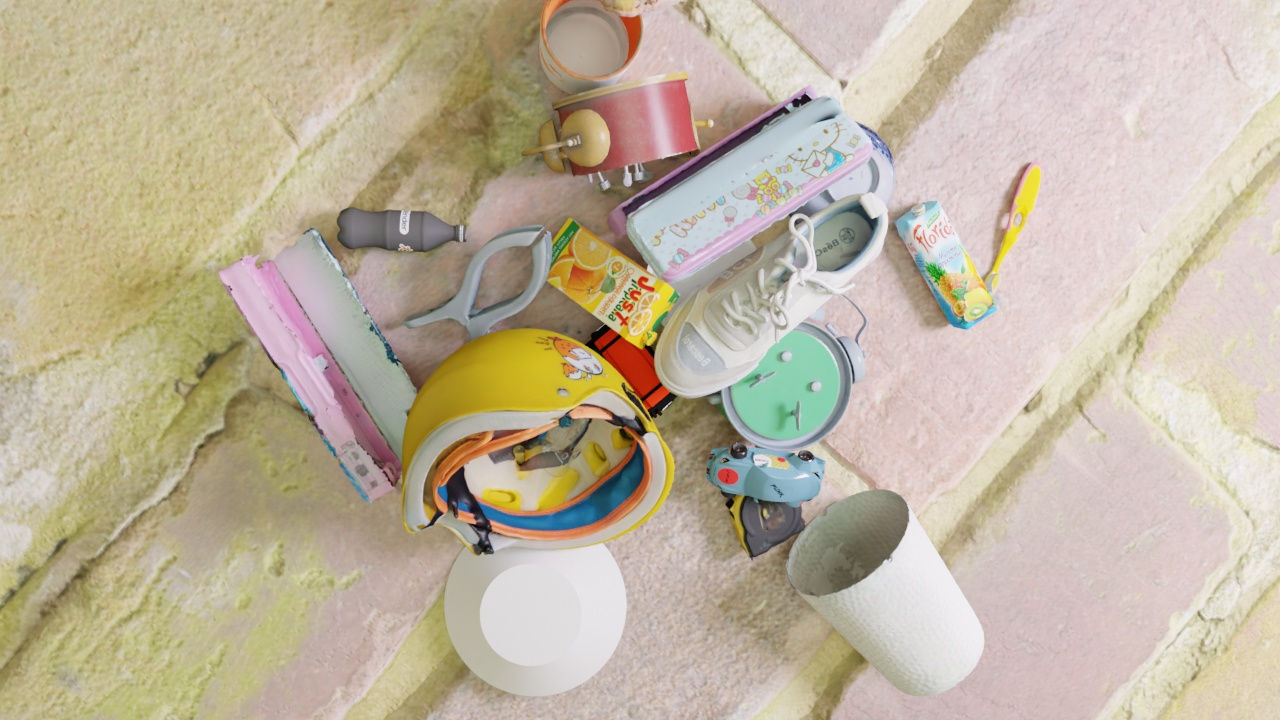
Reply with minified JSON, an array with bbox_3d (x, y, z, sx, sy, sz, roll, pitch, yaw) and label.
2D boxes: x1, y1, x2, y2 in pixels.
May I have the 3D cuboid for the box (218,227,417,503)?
[{"bbox_3d":[-0.255,0.000,0.796,0.090,0.084,0.230,-30,101,-1],"label":"box"}]

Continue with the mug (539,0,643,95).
[{"bbox_3d":[-0.045,-0.270,0.774,0.082,0.105,0.082,-1,98,-8],"label":"mug"}]

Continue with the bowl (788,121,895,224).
[{"bbox_3d":[0.189,-0.169,0.850,0.114,0.045,0.114,-1,98,-7],"label":"bowl"}]

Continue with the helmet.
[{"bbox_3d":[-0.092,0.061,0.795,0.209,0.139,0.239,-39,140,21],"label":"helmet"}]

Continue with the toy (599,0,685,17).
[{"bbox_3d":[-0.056,-0.333,0.712,0.196,0.263,0.065,-10,140,-1],"label":"toy"}]

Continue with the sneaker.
[{"bbox_3d":[0.110,-0.062,0.779,0.242,0.091,0.089,-38,80,-4],"label":"sneaker"}]

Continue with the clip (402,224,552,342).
[{"bbox_3d":[-0.128,-0.050,0.810,0.163,0.027,0.090,-35,104,23],"label":"clip"}]

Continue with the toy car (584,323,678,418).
[{"bbox_3d":[-0.005,0.005,0.848,0.051,0.049,0.100,-40,101,0],"label":"toy car"}]

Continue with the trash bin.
[{"bbox_3d":[0.240,0.227,0.877,0.133,0.133,0.161,-40,106,-1],"label":"trash bin"}]

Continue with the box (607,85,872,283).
[{"bbox_3d":[0.078,-0.158,0.788,0.214,0.140,0.062,-33,128,-5],"label":"box"}]

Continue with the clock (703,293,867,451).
[{"bbox_3d":[0.144,0.006,0.854,0.122,0.075,0.161,44,91,-11],"label":"clock"}]

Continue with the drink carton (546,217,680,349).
[{"bbox_3d":[-0.028,-0.066,0.807,0.122,0.041,0.058,36,93,24],"label":"drink carton"}]

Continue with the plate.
[{"bbox_3d":[-0.100,0.233,0.858,0.174,0.036,0.174,0,90,0],"label":"plate"}]

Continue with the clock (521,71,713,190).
[{"bbox_3d":[-0.023,-0.187,0.779,0.158,0.117,0.081,-19,104,-24],"label":"clock"}]

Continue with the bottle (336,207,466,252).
[{"bbox_3d":[-0.209,-0.114,0.810,0.110,0.036,0.036,2,98,-8],"label":"bottle"}]

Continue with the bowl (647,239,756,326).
[{"bbox_3d":[0.057,-0.073,0.849,0.110,0.040,0.110,-1,97,-7],"label":"bowl"}]

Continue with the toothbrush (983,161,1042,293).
[{"bbox_3d":[0.363,-0.129,0.893,0.021,0.016,0.135,19,96,-5],"label":"toothbrush"}]

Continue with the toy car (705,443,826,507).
[{"bbox_3d":[0.115,0.109,0.838,0.108,0.027,0.060,7,125,-2],"label":"toy car"}]

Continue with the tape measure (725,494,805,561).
[{"bbox_3d":[0.121,0.146,0.890,0.071,0.042,0.072,-27,98,0],"label":"tape measure"}]

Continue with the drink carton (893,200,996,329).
[{"bbox_3d":[0.290,-0.092,0.878,0.044,0.038,0.129,-33,101,-2],"label":"drink carton"}]
